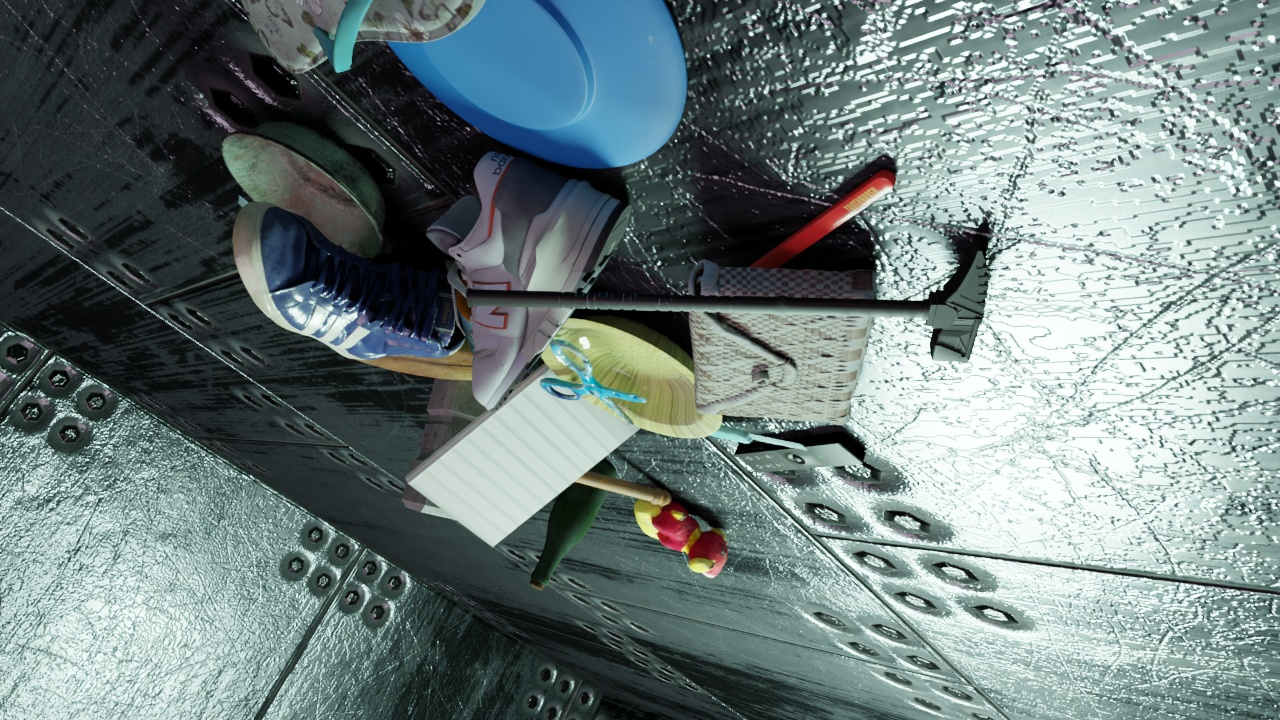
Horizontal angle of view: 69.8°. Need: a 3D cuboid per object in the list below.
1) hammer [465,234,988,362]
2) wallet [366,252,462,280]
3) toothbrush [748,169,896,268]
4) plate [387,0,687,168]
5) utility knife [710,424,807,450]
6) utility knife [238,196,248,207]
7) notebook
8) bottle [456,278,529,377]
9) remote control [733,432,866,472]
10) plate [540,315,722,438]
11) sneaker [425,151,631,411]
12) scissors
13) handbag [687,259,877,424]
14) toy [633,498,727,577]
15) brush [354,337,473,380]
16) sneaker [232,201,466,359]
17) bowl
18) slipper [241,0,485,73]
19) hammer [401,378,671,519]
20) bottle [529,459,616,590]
[{"bbox_3d":[0.047,-0.040,0.577,0.325,0.015,0.095,2,139,8],"label":"hammer"},{"bbox_3d":[-0.200,-0.072,0.876,0.116,0.018,0.091,0,148,14],"label":"wallet"},{"bbox_3d":[0.097,-0.071,0.604,0.012,0.017,0.213,33,155,-11],"label":"toothbrush"},{"bbox_3d":[-0.080,-0.189,0.545,0.224,0.024,0.225,22,155,11],"label":"plate"},{"bbox_3d":[0.088,0.072,0.884,0.166,0.015,0.022,9,149,43],"label":"utility knife"},{"bbox_3d":[-0.309,-0.090,0.910,0.031,0.015,0.221,-4,147,37],"label":"utility knife"},{"bbox_3d":[-0.117,0.094,0.953,0.142,0.210,0.009,49,-176,-39],"label":"notebook"},{"bbox_3d":[-0.128,-0.024,0.863,0.068,0.067,0.157,23,155,10],"label":"bottle"},{"bbox_3d":[0.147,0.089,0.869,0.034,0.013,0.150,38,154,-21],"label":"remote control"},{"bbox_3d":[-0.005,0.005,0.831,0.184,0.036,0.185,23,155,11],"label":"plate"},{"bbox_3d":[-0.108,-0.067,0.707,0.124,0.088,0.241,37,132,-4],"label":"sneaker"},{"bbox_3d":[-0.053,0.022,0.857,0.140,0.011,0.134,0,145,46],"label":"scissors"},{"bbox_3d":[0.099,-0.002,0.668,0.124,0.046,0.186,2,150,7],"label":"handbag"},{"bbox_3d":[0.051,0.217,1.171,0.137,0.067,0.106,33,156,19],"label":"toy"},{"bbox_3d":[-0.228,-0.017,0.949,0.195,0.043,0.059,10,143,-7],"label":"brush"},{"bbox_3d":[-0.230,-0.056,0.788,0.118,0.091,0.233,3,158,11],"label":"sneaker"},{"bbox_3d":[-0.285,-0.154,0.803,0.157,0.038,0.158,22,155,11],"label":"bowl"},{"bbox_3d":[-0.187,-0.219,0.533,0.269,0.054,0.098,9,131,47],"label":"slipper"},{"bbox_3d":[-0.098,0.128,1.074,0.317,0.162,0.083,19,168,-26],"label":"hammer"},{"bbox_3d":[-0.090,0.202,1.134,0.055,0.173,0.055,22,155,11],"label":"bottle"}]
